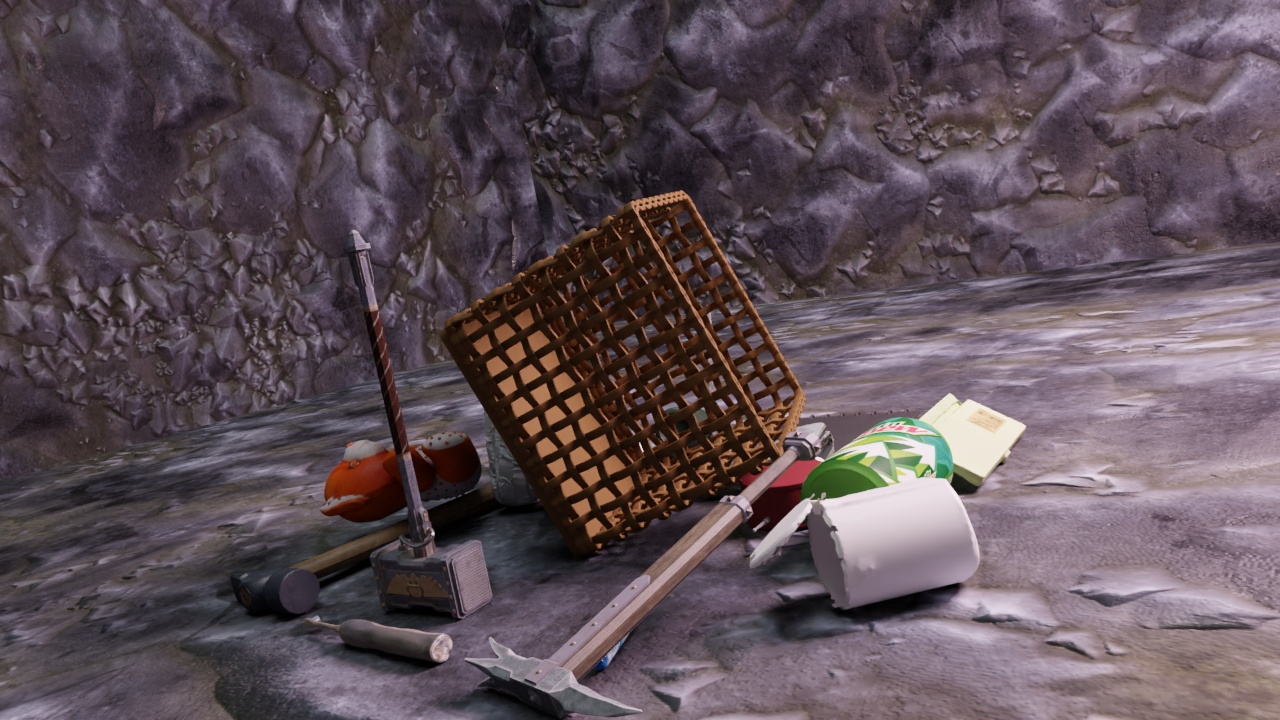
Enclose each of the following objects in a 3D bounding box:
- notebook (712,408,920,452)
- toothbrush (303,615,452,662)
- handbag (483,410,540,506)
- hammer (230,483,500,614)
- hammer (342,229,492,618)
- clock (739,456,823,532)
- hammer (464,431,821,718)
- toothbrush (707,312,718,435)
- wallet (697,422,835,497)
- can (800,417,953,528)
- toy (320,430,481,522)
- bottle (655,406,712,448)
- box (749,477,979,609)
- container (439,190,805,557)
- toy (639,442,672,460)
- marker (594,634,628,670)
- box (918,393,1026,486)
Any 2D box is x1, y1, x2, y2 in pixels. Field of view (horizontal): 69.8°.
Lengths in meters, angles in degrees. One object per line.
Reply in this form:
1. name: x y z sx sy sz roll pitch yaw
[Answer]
1. notebook: 0.198 0.093 1.087 0.232 0.019 0.168 -6 10 32
2. toothbrush: -0.216 0.216 0.722 0.186 0.022 0.024 -7 6 39
3. handbag: -0.114 0.080 1.057 0.123 0.171 0.112 2 11 12
4. hammer: -0.267 0.188 0.970 0.130 0.040 0.320 -10 5 41
5. hammer: -0.203 0.053 0.763 0.099 0.322 0.044 -6 9 33
6. clock: 0.145 0.120 0.842 0.124 0.044 0.087 -13 7 -16
7. hammer: 0.039 0.136 0.653 0.147 0.028 0.315 -2 26 47
8. toothbrush: 0.092 0.020 1.153 0.010 0.181 0.010 -2 7 19
9. wallet: 0.133 0.107 0.962 0.132 0.054 0.100 -13 5 25
10. can: 0.199 0.101 0.756 0.083 0.083 0.143 -5 9 37
11. toy: -0.266 0.122 1.015 0.172 0.093 0.164 -17 1 -13
12. bottle: 0.069 0.086 1.183 0.055 0.055 0.174 -8 -4 18
13. box: 0.146 0.125 0.635 0.159 0.091 0.081 -14 -1 -7
14. container: -0.005 0.005 0.887 0.214 0.251 0.219 -30 4 20
15. toy: -0.020 0.117 1.129 0.076 0.037 0.125 1 6 37
16. marker: -0.006 0.187 0.669 0.013 0.013 0.141 -8 8 19
17. box: 0.300 0.077 0.916 0.134 0.061 0.187 -3 10 36
